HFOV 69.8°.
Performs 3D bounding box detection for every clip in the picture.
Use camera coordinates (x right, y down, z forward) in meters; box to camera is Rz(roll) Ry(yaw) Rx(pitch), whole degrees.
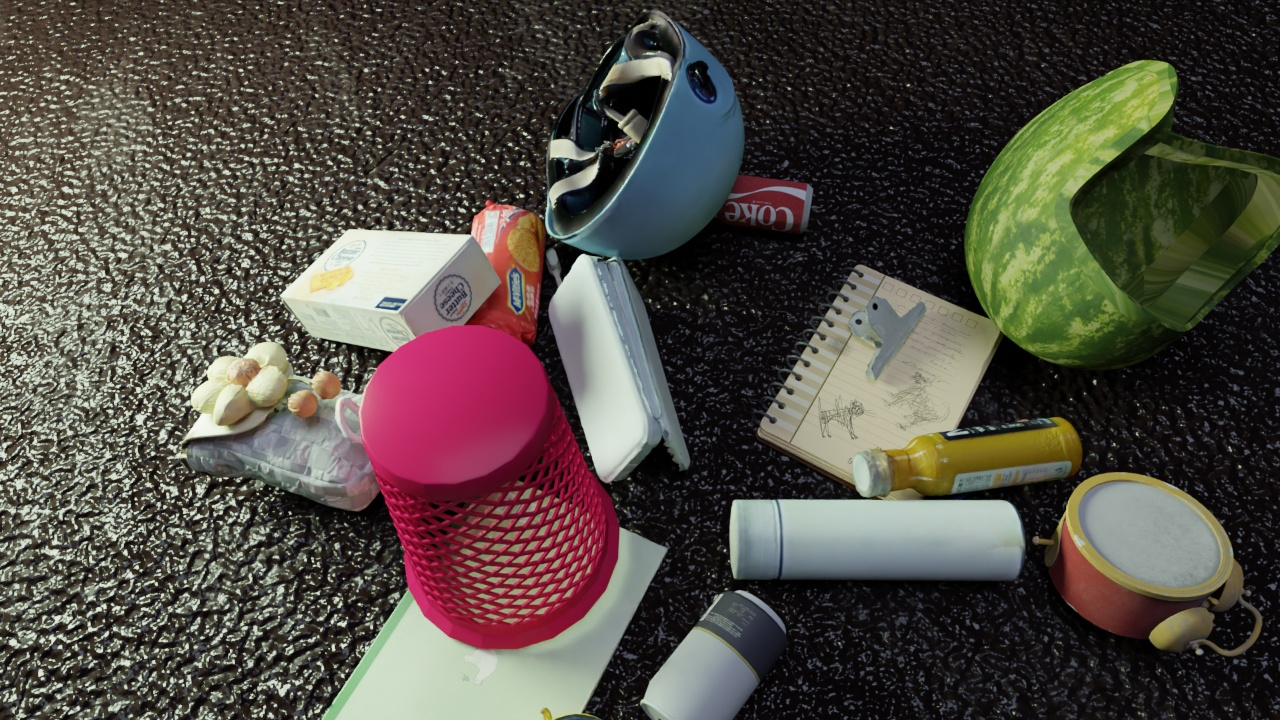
[{"bbox_3d":[0.227,-0.033,0.863,0.054,0.038,0.101,38,63,7],"label":"clip"}]

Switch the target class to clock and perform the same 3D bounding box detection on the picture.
[{"bbox_3d":[-0.038,0.307,0.657,0.119,0.057,0.083,35,61,7],"label":"clock"},{"bbox_3d":[0.399,0.169,0.720,0.116,0.081,0.159,-29,51,-29],"label":"clock"}]

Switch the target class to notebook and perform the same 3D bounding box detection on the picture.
[{"bbox_3d":[0.224,0.017,0.862,0.167,0.024,0.224,27,62,17],"label":"notebook"},{"bbox_3d":[-0.114,0.222,0.748,0.182,0.010,0.251,22,60,16],"label":"notebook"}]

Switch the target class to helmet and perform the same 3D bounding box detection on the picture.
[{"bbox_3d":[0.011,-0.204,0.906,0.166,0.226,0.264,29,43,-22],"label":"helmet"},{"bbox_3d":[0.408,-0.116,0.818,0.213,0.243,0.247,28,98,-18],"label":"helmet"}]

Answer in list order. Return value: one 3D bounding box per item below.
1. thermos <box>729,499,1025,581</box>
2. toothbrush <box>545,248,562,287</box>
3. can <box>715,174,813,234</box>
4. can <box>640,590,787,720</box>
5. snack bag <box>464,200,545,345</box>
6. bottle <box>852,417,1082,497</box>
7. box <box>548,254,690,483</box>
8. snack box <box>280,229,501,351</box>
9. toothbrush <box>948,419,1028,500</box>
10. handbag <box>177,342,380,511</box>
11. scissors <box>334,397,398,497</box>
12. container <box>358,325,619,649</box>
[{"bbox_3d":[0.189,0.147,0.753,0.230,0.068,0.067,0,57,3],"label":"thermos"},{"bbox_3d":[-0.068,-0.040,0.914,0.015,0.018,0.181,-16,58,-7],"label":"toothbrush"},{"bbox_3d":[0.130,-0.165,0.966,0.096,0.054,0.053,9,58,8],"label":"can"},{"bbox_3d":[0.054,0.240,0.698,0.064,0.064,0.127,34,64,22],"label":"can"},{"bbox_3d":[-0.138,-0.079,0.909,0.082,0.082,0.176,1,57,2],"label":"snack bag"},{"bbox_3d":[0.274,0.085,0.777,0.186,0.053,0.053,-7,57,-8],"label":"bottle"},{"bbox_3d":[0.003,0.004,0.841,0.109,0.108,0.216,0,56,-31],"label":"box"},{"bbox_3d":[-0.238,-0.067,0.862,0.208,0.057,0.104,9,51,41],"label":"snack box"},{"bbox_3d":[0.307,0.096,0.814,0.134,0.017,0.021,-39,67,-24],"label":"toothbrush"},{"bbox_3d":[-0.297,0.054,0.797,0.171,0.124,0.112,15,47,7],"label":"handbag"},{"bbox_3d":[-0.214,0.061,0.785,0.011,0.129,0.125,-14,73,34],"label":"scissors"},{"bbox_3d":[-0.116,0.091,0.692,0.183,0.226,0.182,-2,55,3],"label":"container"}]
